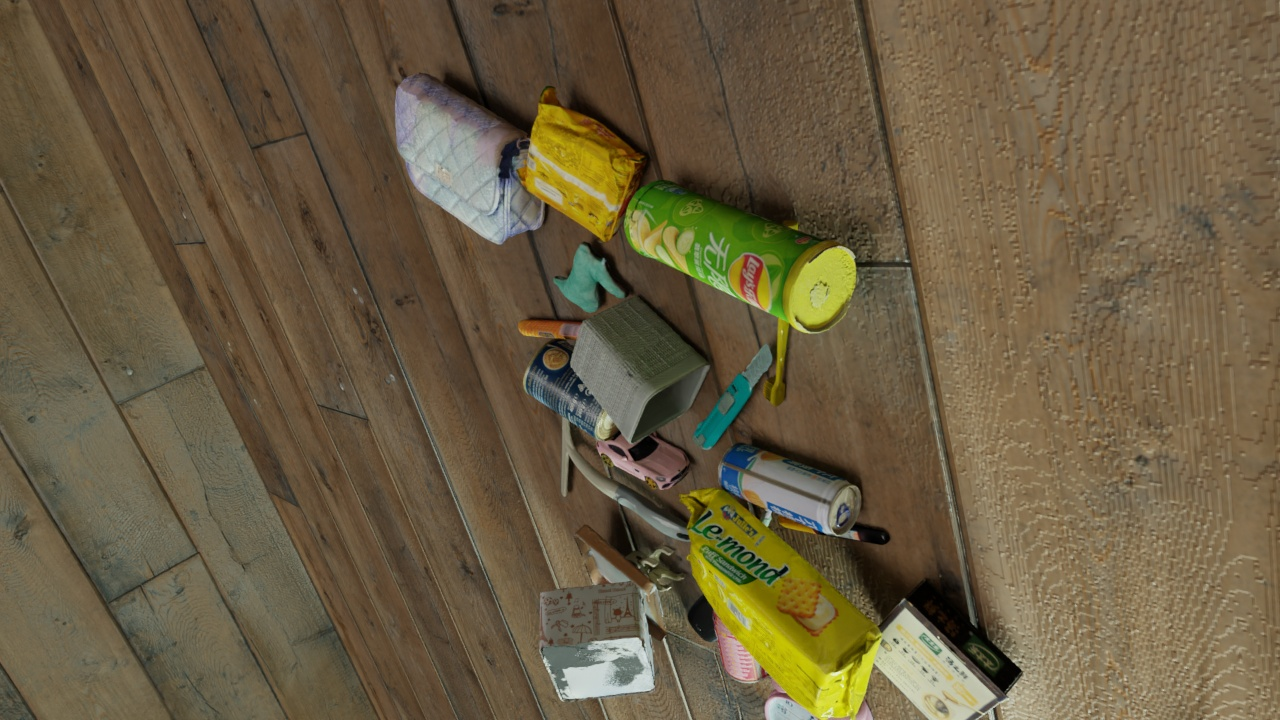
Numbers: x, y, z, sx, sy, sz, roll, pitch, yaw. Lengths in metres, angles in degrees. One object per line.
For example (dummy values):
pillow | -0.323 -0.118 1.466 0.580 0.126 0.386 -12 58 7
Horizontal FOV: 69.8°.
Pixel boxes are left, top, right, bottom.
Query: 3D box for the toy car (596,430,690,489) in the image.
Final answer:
toy car | 0.002 0.105 1.038 0.122 0.056 0.037 22 139 40

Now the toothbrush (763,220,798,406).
toothbrush | 0.123 -0.038 0.811 0.016 0.015 0.190 36 140 40

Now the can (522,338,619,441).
can | -0.067 0.033 1.041 0.111 0.075 0.075 32 138 23

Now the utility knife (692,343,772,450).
utility knife | 0.088 0.041 0.907 0.029 0.013 0.208 56 150 18

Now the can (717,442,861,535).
can | 0.141 0.122 0.876 0.135 0.053 0.053 17 128 44

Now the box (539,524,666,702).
box | -0.046 0.316 1.188 0.183 0.153 0.177 82 -179 -49

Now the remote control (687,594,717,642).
remote control | 0.087 0.310 1.113 0.053 0.024 0.137 47 144 14

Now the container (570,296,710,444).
container | -0.006 0.006 0.943 0.114 0.090 0.090 48 144 21

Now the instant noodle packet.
instant noodle packet | -0.059 -0.188 0.892 0.128 0.044 0.111 38 135 13

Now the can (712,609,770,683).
can | 0.118 0.305 1.031 0.067 0.066 0.094 18 131 44

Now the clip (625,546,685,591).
clip | 0.021 0.273 1.161 0.083 0.034 0.105 55 150 7

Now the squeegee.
squeegee | -0.029 0.154 1.127 0.246 0.039 0.247 35 140 30

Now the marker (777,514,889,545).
marker | 0.185 0.161 0.887 0.124 0.015 0.018 3 119 48

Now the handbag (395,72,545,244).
handbag | -0.190 -0.220 1.010 0.194 0.075 0.134 34 137 30

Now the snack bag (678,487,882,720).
snack bag | 0.127 0.241 0.906 0.246 0.068 0.158 41 155 32

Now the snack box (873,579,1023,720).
snack box | 0.269 0.268 0.827 0.113 0.053 0.126 44 143 22

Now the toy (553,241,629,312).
toy | -0.054 -0.085 0.985 0.096 0.030 0.092 40 144 16

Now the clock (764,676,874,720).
clock | 0.193 0.379 1.003 0.117 0.059 0.159 28 133 36

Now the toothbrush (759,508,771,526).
toothbrush | 0.119 0.200 0.994 0.021 0.029 0.190 11 136 0

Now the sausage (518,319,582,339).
sausage | -0.098 -0.037 1.083 0.165 0.021 0.021 6 120 50

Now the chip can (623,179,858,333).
chip can | 0.073 -0.092 0.759 0.221 0.072 0.073 31 138 46
